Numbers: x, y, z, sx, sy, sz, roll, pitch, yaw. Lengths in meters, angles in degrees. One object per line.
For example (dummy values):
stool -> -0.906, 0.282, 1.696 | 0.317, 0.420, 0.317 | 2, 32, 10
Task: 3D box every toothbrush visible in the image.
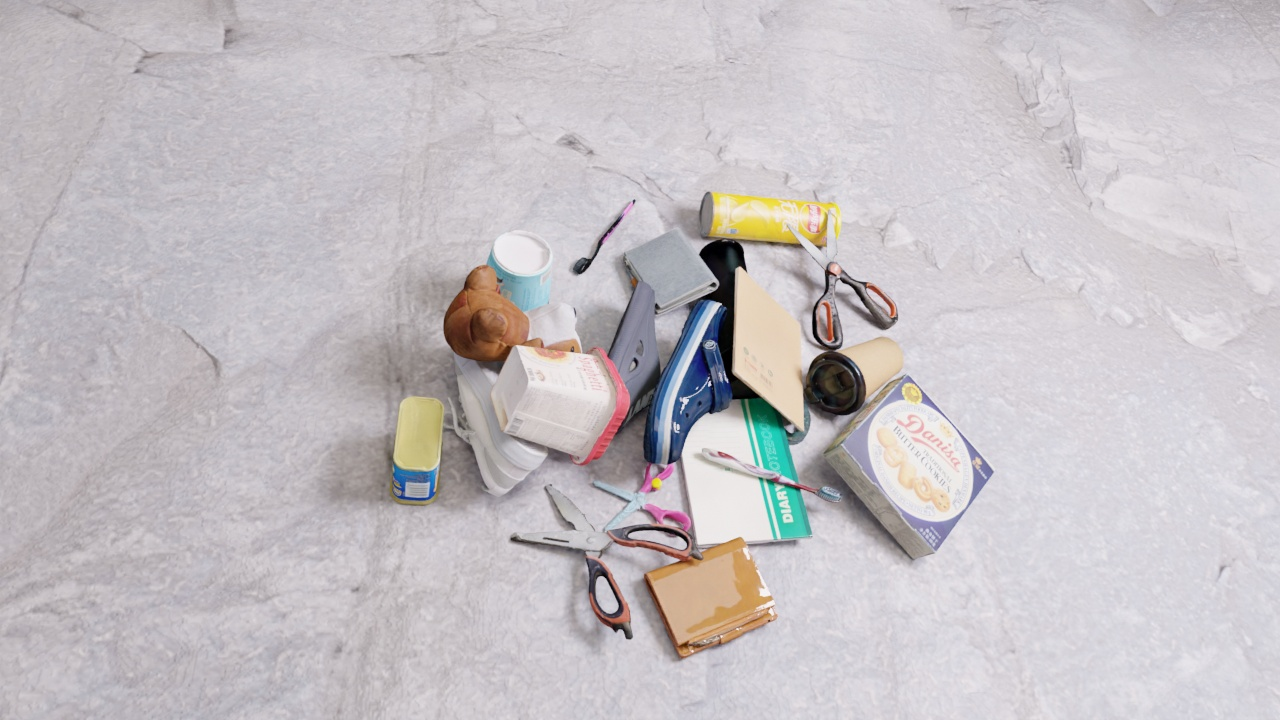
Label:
toothbrush -> -0.052, -0.189, 1.376 | 0.018, 0.014, 0.188 | 21, 51, 15
toothbrush -> 0.167, 0.144, 1.167 | 0.187, 0.017, 0.016 | 20, 53, 3

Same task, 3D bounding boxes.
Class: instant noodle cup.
instant noodle cup -> -0.095, 0.044, 1.045 | 0.124, 0.117, 0.116 | 15, 29, -31
instant noodle cup -> -0.166, -0.107, 1.216 | 0.111, 0.121, 0.111 | 8, 53, -11

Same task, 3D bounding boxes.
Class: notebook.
notebook -> 0.127, 0.139, 1.184 | 0.150, 0.012, 0.208 | -2, 55, -11
notebook -> 0.177, -0.019, 1.259 | 0.148, 0.008, 0.207 | 39, 38, -29

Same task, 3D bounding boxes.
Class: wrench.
wrench -> 0.188, -0.002, 1.308 | 0.056, 0.016, 0.273 | -2, 57, -18

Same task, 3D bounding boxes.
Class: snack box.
snack box -> 0.358, 0.135, 1.214 | 0.178, 0.046, 0.182 | 49, 56, 3

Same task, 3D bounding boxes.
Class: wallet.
wallet -> 0.083, 0.274, 1.068 | 0.131, 0.031, 0.107 | -17, 63, -19
wallet -> 0.039, -0.126, 1.325 | 0.106, 0.037, 0.129 | -26, 51, -5

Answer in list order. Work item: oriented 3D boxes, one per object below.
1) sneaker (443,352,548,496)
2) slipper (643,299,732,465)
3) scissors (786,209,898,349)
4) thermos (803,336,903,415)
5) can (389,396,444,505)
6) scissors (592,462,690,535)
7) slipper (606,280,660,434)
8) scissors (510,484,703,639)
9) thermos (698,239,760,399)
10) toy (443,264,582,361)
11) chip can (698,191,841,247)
sneaker -> -0.187, 0.067, 1.122 | 0.089, 0.091, 0.242 | 25, 23, -39
slipper -> 0.073, 0.034, 1.173 | 0.095, 0.105, 0.252 | 15, 56, 10
scissors -> 0.300, -0.115, 1.381 | 0.221, 0.022, 0.231 | 28, 66, -13
thermos -> 0.303, 0.016, 1.287 | 0.143, 0.093, 0.093 | -24, 64, -38
can -> -0.258, 0.103, 1.063 | 0.057, 0.083, 0.102 | 5, 54, -13
scissors -> 0.006, 0.175, 1.131 | 0.135, 0.017, 0.133 | 42, 60, 13
slipper -> -0.007, 0.007, 1.190 | 0.083, 0.111, 0.267 | 21, 49, -4
scissors -> -0.039, 0.218, 1.068 | 0.188, 0.015, 0.223 | -22, 55, -21
thermos -> 0.119, -0.059, 1.299 | 0.090, 0.068, 0.242 | -6, 56, 1
toy -> -0.140, -0.034, 1.127 | 0.199, 0.131, 0.140 | 37, 25, -41
chip can -> 0.202, -0.220, 1.434 | 0.213, 0.072, 0.072 | 2, 55, -13
